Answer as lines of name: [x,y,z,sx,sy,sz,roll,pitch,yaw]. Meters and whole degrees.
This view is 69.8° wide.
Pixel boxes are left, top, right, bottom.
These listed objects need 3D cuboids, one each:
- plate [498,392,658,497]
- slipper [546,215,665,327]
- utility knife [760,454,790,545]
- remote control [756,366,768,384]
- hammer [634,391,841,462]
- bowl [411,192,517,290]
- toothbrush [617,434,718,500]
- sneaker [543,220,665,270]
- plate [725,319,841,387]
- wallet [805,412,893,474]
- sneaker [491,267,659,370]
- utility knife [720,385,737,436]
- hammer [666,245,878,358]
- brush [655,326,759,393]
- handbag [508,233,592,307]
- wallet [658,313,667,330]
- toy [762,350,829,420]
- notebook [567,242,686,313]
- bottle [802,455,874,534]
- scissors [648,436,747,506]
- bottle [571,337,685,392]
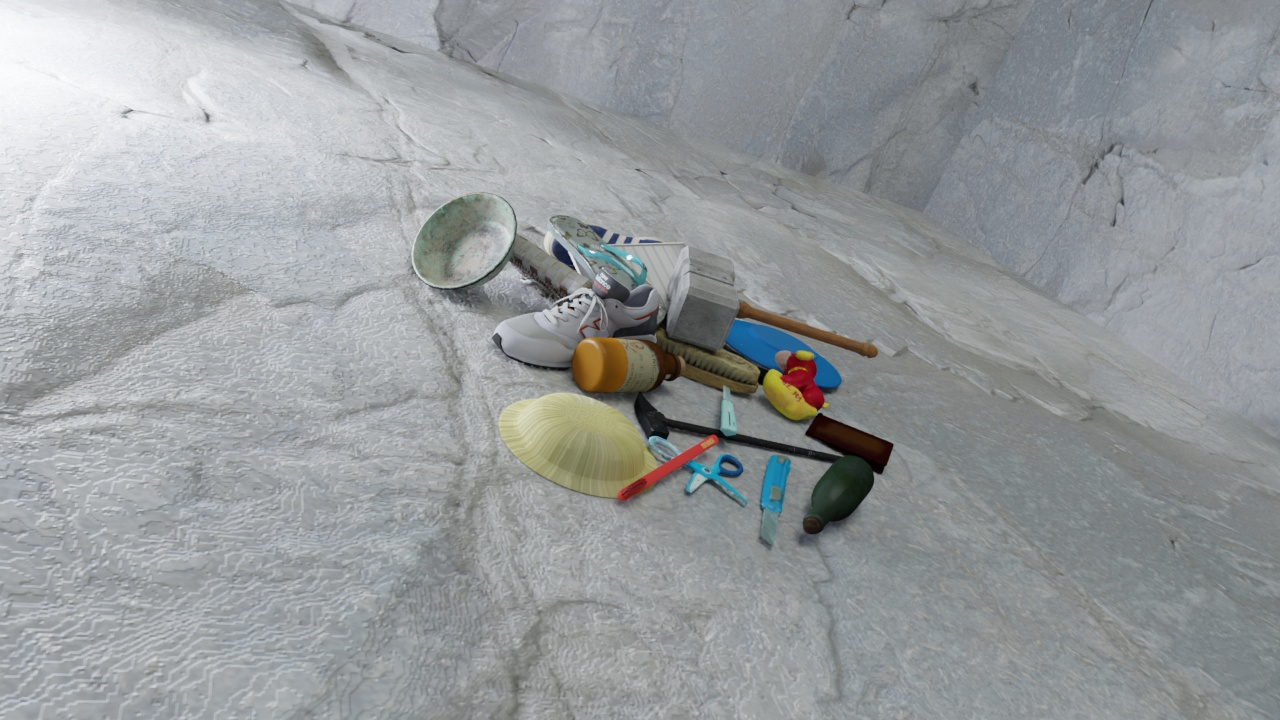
plate: [-0.059,0.078,0.996,0.184,0.036,0.184,19,22,-9]
slipper: [-0.040,-0.146,1.344,0.098,0.055,0.268,-3,42,-42]
utility knife: [0.156,0.155,1.058,0.031,0.015,0.221,20,23,4]
remote control: [0.139,0.010,1.370,0.150,0.013,0.034,19,23,-13]
hammer: [0.143,0.099,1.172,0.324,0.015,0.095,14,23,-23]
bowl: [-0.234,-0.155,1.252,0.157,0.157,0.038,38,-10,32]
toothbrush: [0.038,0.112,1.005,0.012,0.018,0.212,56,33,8]
sneaker: [-0.033,-0.147,1.481,0.232,0.092,0.118,6,39,-34]
plate: [0.228,-0.022,1.493,0.224,0.024,0.224,21,19,-8]
wallet: [0.294,0.112,1.287,0.115,0.018,0.091,27,23,14]
sneaker: [-0.068,-0.059,1.180,0.239,0.124,0.089,4,29,-39]
utility knife: [0.112,0.063,1.192,0.022,0.015,0.166,21,17,-3]
hammer: [0.199,-0.057,1.336,0.317,0.083,0.162,17,28,-7]
brush: [0.078,-0.003,1.300,0.195,0.043,0.059,22,22,0]
handbag: [-0.127,-0.112,1.295,0.186,0.047,0.124,34,-11,27]
wallet: [0.016,-0.057,1.387,0.119,0.031,0.099,0,32,-33]
toy: [0.229,0.037,1.328,0.105,0.067,0.137,35,35,-5]
notebook: [0.005,-0.127,1.413,0.209,0.009,0.142,-6,54,-29]
bottle: [0.222,0.160,1.057,0.055,0.055,0.173,31,25,19]
scissors: [0.074,0.123,1.055,0.134,0.011,0.139,34,23,25]
bottle: [-0.007,0.007,1.165,0.156,0.068,0.068,2,31,-42]
